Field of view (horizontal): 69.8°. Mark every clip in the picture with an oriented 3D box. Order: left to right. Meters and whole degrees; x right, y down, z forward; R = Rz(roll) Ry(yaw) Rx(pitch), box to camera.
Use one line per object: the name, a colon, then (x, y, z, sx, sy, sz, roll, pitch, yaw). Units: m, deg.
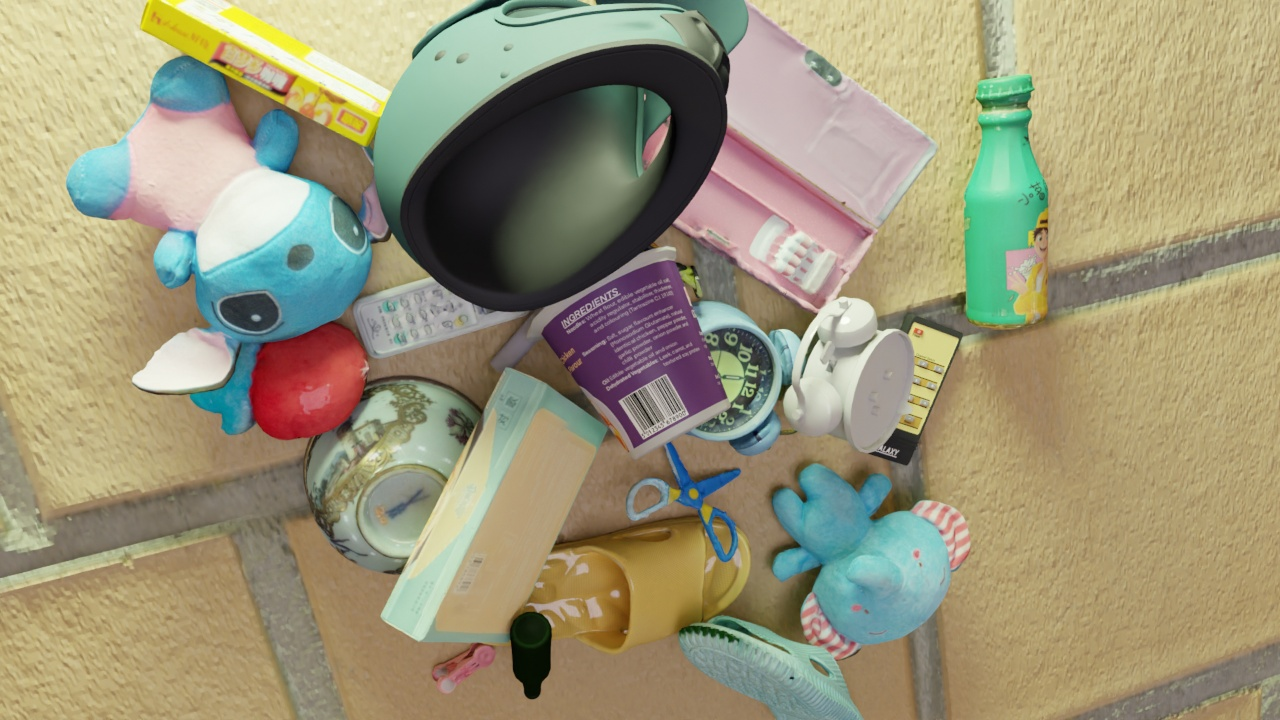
clip: (-0.153, 0.266, 0.789, 0.060, 0.045, 0.023, -21, 112, 6)

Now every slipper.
slipper: (-0.025, 0.201, 0.783, 0.263, 0.078, 0.099, -4, 106, -11)
slipper: (0.136, 0.285, 0.825, 0.276, 0.116, 0.069, 48, 57, -38)

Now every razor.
razor: (-0.003, -0.103, 0.734, 0.144, 0.044, 0.021, 42, 102, -14)

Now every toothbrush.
toothbrush: (-0.053, -0.061, 0.721, 0.018, 0.019, 0.188, 41, 102, -9)

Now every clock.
clock: (0.076, 0.016, 0.771, 0.162, 0.060, 0.118, 15, 98, -21)
clock: (0.173, 0.015, 0.758, 0.159, 0.061, 0.120, 29, 82, -51)

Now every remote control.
remote control: (-0.153, -0.043, 0.716, 0.133, 0.022, 0.050, -17, 107, -10)
remote control: (0.245, 0.027, 0.841, 0.058, 0.013, 0.133, 17, 99, -18)

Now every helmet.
helmet: (-0.051, -0.168, 0.611, 0.275, 0.200, 0.176, -33, 126, 18)

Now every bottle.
bottle: (-0.089, 0.248, 0.752, 0.033, 0.033, 0.123, -8, 140, -13)
bottle: (0.313, -0.135, 0.788, 0.068, 0.068, 0.210, -11, 107, -12)

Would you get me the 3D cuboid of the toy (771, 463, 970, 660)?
toy: (0.198, 0.174, 0.822, 0.183, 0.114, 0.180, -41, 100, 6)

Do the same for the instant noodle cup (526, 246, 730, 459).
instant noodle cup: (-0.004, 0.004, 0.678, 0.137, 0.121, 0.122, -32, 83, 27)

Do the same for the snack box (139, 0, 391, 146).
snack box: (-0.246, -0.201, 0.622, 0.152, 0.075, 0.025, 26, 112, -19)

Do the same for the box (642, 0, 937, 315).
box: (0.104, -0.161, 0.743, 0.232, 0.040, 0.179, 31, 99, -19)

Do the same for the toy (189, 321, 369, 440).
toy: (-0.268, 0.014, 0.682, 0.133, 0.062, 0.092, 1, 72, 4)

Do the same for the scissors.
scissors: (0.042, 0.118, 0.789, 0.126, 0.013, 0.125, -17, 79, -38)

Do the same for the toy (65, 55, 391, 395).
toy: (-0.286, -0.090, 0.630, 0.191, 0.099, 0.223, 44, 79, -14)

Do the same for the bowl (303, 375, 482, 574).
bowl: (-0.181, 0.101, 0.708, 0.159, 0.094, 0.160, -3, 104, -13)

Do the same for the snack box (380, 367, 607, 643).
snack box: (-0.100, 0.116, 0.690, 0.044, 0.141, 0.193, 21, 81, 21)
